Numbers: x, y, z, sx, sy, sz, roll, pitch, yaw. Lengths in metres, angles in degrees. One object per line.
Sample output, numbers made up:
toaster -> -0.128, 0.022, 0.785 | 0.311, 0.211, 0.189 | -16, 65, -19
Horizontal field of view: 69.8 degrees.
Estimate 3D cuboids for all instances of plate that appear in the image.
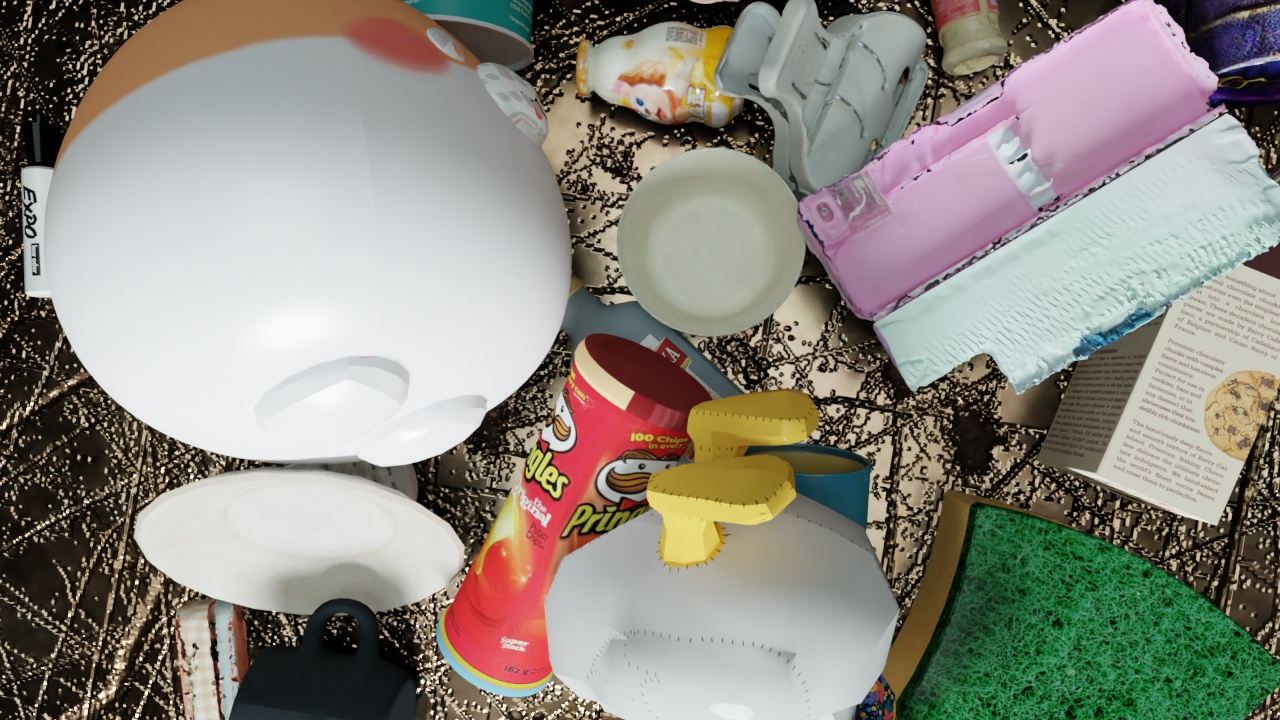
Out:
plate -> -0.203, 0.108, 0.564 | 0.189, 0.189, 0.027 | -6, 53, 4

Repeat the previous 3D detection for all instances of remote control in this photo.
remote control -> -0.208, 0.092, 0.621 | 0.114, 0.028, 0.060 | -15, 88, 4

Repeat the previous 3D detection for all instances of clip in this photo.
clip -> 0.119, -0.160, 0.559 | 0.147, 0.082, 0.125 | 25, 88, -39

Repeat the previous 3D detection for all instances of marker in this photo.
marker -> -0.416, -0.108, 0.640 | 0.025, 0.025, 0.126 | -3, 89, 4

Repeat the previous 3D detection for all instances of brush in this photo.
brush -> 0.233, 0.225, 0.563 | 0.195, 0.075, 0.250 | 29, 91, 4

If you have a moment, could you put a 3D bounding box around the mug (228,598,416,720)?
mug -> -0.198, 0.215, 0.592 | 0.094, 0.085, 0.121 | 7, 84, 3

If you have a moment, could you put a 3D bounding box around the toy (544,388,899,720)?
toy -> 0.062, 0.155, 0.480 | 0.247, 0.140, 0.268 | -3, 111, 21

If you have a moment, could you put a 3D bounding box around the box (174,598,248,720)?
box -> -0.285, 0.252, 0.616 | 0.058, 0.053, 0.186 | -8, 88, 45

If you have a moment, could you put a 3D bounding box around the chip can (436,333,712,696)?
chip can -> -0.043, 0.095, 0.553 | 0.087, 0.087, 0.214 | 30, 108, 4

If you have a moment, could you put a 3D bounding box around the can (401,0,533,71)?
can -> -0.114, -0.269, 0.583 | 0.099, 0.099, 0.144 | 3, 89, 4

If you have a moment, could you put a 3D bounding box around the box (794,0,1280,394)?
box -> 0.224, -0.080, 0.512 | 0.230, 0.035, 0.159 | -31, 78, 5

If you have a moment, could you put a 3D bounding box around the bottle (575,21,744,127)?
bottle -> 0.014, -0.185, 0.591 | 0.108, 0.063, 0.063 | 5, 89, 5

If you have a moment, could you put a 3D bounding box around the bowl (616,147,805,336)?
bowl -> 0.044, -0.072, 0.587 | 0.115, 0.062, 0.115 | 0, 89, 4

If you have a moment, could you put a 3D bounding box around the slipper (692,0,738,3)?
slipper -> 0.029, -0.253, 0.553 | 0.274, 0.114, 0.055 | -4, 129, -20

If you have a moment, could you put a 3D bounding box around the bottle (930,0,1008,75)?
bottle -> 0.204, -0.242, 0.588 | 0.044, 0.044, 0.109 | -12, 89, 4

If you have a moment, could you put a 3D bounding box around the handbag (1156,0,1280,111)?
handbag -> 0.387, -0.257, 0.534 | 0.222, 0.125, 0.205 | 2, 90, 2

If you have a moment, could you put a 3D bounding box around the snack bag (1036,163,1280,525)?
snack bag -> 0.327, -0.017, 0.550 | 0.070, 0.094, 0.206 | 23, 91, 4

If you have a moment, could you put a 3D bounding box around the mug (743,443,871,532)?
mug -> 0.084, 0.111, 0.571 | 0.112, 0.084, 0.104 | 1, 97, -2

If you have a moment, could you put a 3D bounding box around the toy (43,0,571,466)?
toy -> -0.170, -0.081, 0.508 | 0.266, 0.262, 0.280 | -24, 68, 15

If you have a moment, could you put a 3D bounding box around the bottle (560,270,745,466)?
bottle -> -0.004, 0.003, 0.598 | 0.161, 0.046, 0.072 | 43, 92, 4
